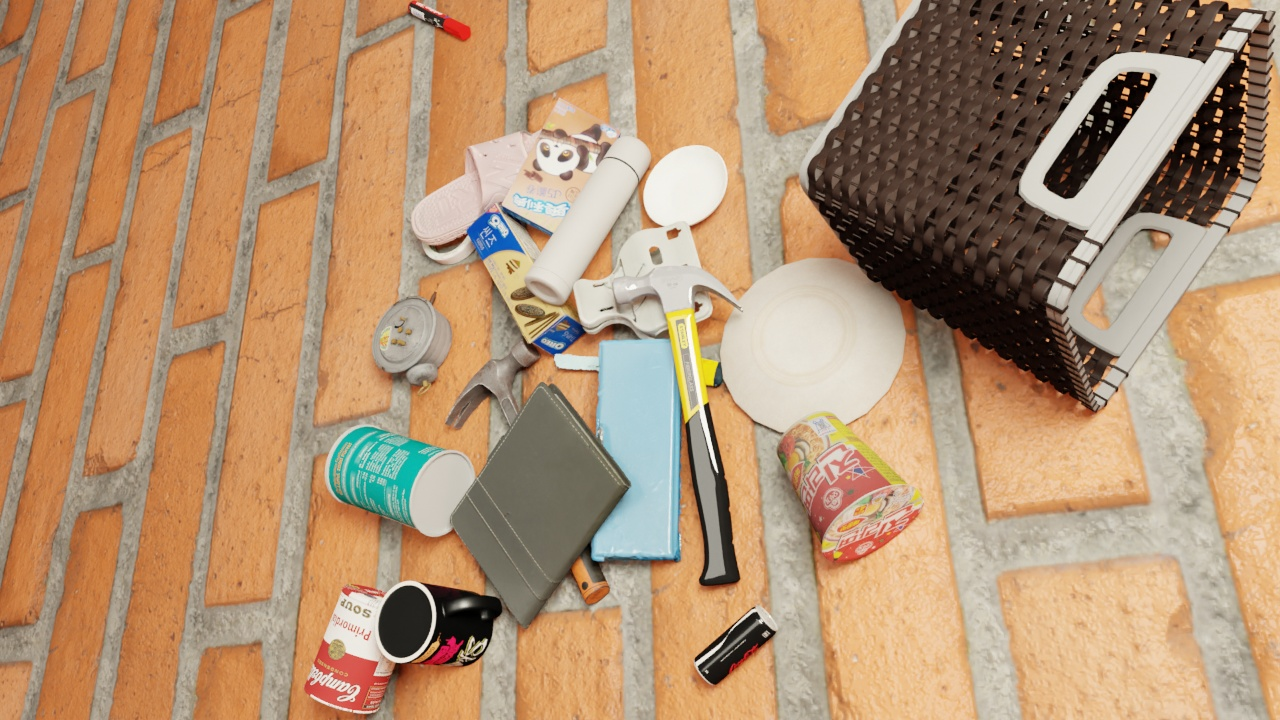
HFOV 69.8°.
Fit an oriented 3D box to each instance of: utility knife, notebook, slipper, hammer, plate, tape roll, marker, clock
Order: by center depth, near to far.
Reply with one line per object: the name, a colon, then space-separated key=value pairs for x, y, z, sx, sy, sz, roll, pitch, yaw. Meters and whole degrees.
hammer: x=0.057 y=0.059 z=0.915 sx=0.127 sy=0.029 sz=0.323 roll=-11 pitch=79 yaw=10
plate: x=0.165 y=-0.021 z=0.916 sx=0.189 sy=0.027 sz=0.188 roll=-10 pitch=67 yaw=23
notebook: x=-0.112 y=0.149 z=0.967 sx=0.209 sy=0.029 sz=0.169 roll=-53 pitch=56 yaw=18
utility knife: x=-0.006 y=0.006 z=1.014 sx=0.217 sy=0.019 sz=0.030 roll=6 pitch=69 yaw=26
hammer: x=-0.121 y=0.132 z=1.022 sx=0.138 sy=0.035 sz=0.314 roll=-38 pitch=58 yaw=13
plate: x=0.055 y=-0.194 z=1.049 sx=0.104 sy=0.026 sz=0.104 roll=-11 pitch=66 yaw=26
clock: x=-0.286 y=-0.017 z=1.157 sx=0.104 sy=0.056 sz=0.147 roll=-31 pitch=57 yaw=16
slipper: x=-0.194 y=-0.229 z=1.166 sx=0.239 sy=0.064 sz=0.094 roll=-28 pitch=61 yaw=8
tape roll: x=-0.248 y=-0.174 z=1.218 sx=0.094 sy=0.018 sz=0.093 roll=-10 pitch=67 yaw=26
marker: x=-0.304 y=-0.510 z=1.371 sx=0.145 sy=0.023 sz=0.021 roll=35 pitch=98 yaw=34

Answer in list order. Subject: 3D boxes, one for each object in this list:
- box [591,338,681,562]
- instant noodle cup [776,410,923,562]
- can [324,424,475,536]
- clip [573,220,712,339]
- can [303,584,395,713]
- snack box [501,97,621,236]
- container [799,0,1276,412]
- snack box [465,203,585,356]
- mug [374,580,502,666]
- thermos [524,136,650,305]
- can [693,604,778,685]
box: x=0.000 y=0.094 z=0.962 sx=0.093 sy=0.054 sz=0.231 roll=-2 pitch=74 yaw=10
instant noodle cup: x=0.178 y=0.108 z=0.831 sx=0.100 sy=0.100 sz=0.112 roll=-41 pitch=50 yaw=10
can: x=-0.280 y=0.138 z=1.070 sx=0.144 sy=0.099 sz=0.099 roll=12 pitch=78 yaw=32
clip: x=0.004 y=-0.070 z=1.015 sx=0.152 sy=0.099 sz=0.126 roll=-23 pitch=61 yaw=19
can: x=-0.313 y=0.321 z=1.028 sx=0.087 sy=0.086 sz=0.116 roll=14 pitch=80 yaw=32
snack box: x=-0.096 y=-0.231 z=1.117 sx=0.087 sy=0.034 sz=0.151 roll=28 pitch=86 yaw=-3
container: x=0.318 y=-0.147 z=0.757 sx=0.244 sy=0.245 sz=0.247 roll=35 pitch=91 yaw=37
snack box: x=-0.140 y=-0.099 z=1.105 sx=0.057 sy=0.056 sz=0.206 roll=-40 pitch=57 yaw=11
mug: x=-0.204 y=0.276 z=0.976 sx=0.118 sy=0.098 sz=0.081 roll=-26 pitch=61 yaw=19
thermos: x=-0.056 y=-0.166 z=1.054 sx=0.052 sy=0.052 sz=0.223 roll=14 pitch=63 yaw=33
can: x=0.089 y=0.265 z=0.855 sx=0.080 sy=0.031 sz=0.031 roll=-44 pitch=57 yaw=9
